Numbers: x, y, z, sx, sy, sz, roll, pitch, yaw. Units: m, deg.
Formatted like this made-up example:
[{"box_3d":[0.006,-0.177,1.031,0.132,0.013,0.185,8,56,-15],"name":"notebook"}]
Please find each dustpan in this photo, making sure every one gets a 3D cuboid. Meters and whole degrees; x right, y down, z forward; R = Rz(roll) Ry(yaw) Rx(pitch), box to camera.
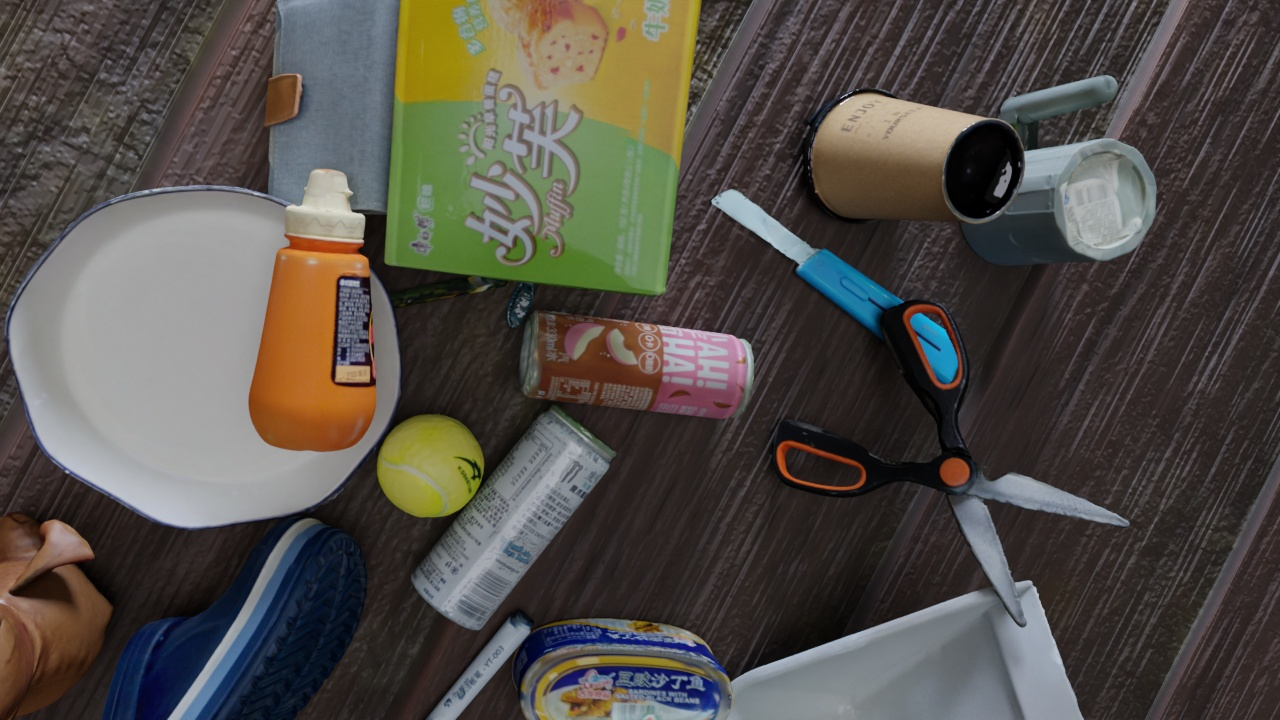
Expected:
[{"box_3d":[0.140,0.285,0.576,0.142,0.259,0.222,5,58,-26],"name":"dustpan"}]

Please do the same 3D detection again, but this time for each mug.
[{"box_3d":[0.286,-0.127,0.635,0.083,0.103,0.124,-3,97,-13],"name":"mug"}]

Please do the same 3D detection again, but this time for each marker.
[{"box_3d":[-0.118,0.225,0.620,0.022,0.018,0.130,41,86,1],"name":"marker"}]

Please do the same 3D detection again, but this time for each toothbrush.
[{"box_3d":[-0.052,-0.111,0.602,0.016,0.018,0.191,20,91,-14],"name":"toothbrush"},{"box_3d":[-0.175,-0.034,0.581,0.185,0.017,0.012,-12,107,-11],"name":"toothbrush"}]

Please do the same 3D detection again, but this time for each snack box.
[{"box_3d":[-0.053,-0.148,0.514,0.157,0.070,0.210,6,100,-4],"name":"snack box"}]

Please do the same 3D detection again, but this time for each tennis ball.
[{"box_3d":[-0.132,0.066,0.576,0.065,0.065,0.065,-1,96,-13],"name":"tennis ball"}]

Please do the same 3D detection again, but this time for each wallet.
[{"box_3d":[-0.182,-0.151,0.533,0.037,0.107,0.129,3,93,-58],"name":"wallet"}]

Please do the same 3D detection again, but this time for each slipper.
[{"box_3d":[-0.263,0.199,0.549,0.095,0.105,0.252,31,82,12],"name":"slipper"}]

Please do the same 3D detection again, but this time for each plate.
[{"box_3d":[-0.246,-0.002,0.538,0.204,0.045,0.205,-5,109,-16],"name":"plate"}]

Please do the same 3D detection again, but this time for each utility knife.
[{"box_3d":[0.142,-0.055,0.654,0.223,0.018,0.034,33,88,-13],"name":"utility knife"}]

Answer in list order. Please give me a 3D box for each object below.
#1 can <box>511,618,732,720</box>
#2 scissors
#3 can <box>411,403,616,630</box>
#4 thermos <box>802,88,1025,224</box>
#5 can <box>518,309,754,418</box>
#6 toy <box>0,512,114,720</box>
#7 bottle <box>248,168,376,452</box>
[{"box_3d":[-0.012,0.221,0.628,0.148,0.049,0.074,9,93,-13],"name":"can"},{"box_3d":[0.191,0.062,0.608,0.233,0.021,0.220,-7,69,25],"name":"scissors"},{"box_3d":[-0.081,0.101,0.595,0.058,0.058,0.146,40,86,-14],"name":"can"},{"box_3d":[0.173,-0.129,0.595,0.093,0.143,0.093,-6,108,-20],"name":"thermos"},{"box_3d":[-0.004,0.004,0.604,0.147,0.058,0.058,7,94,-14],"name":"can"},{"box_3d":[-0.354,0.147,0.465,0.130,0.200,0.140,34,86,-17],"name":"toy"},{"box_3d":[-0.174,-0.028,0.497,0.066,0.067,0.149,5,98,-14],"name":"bottle"}]
